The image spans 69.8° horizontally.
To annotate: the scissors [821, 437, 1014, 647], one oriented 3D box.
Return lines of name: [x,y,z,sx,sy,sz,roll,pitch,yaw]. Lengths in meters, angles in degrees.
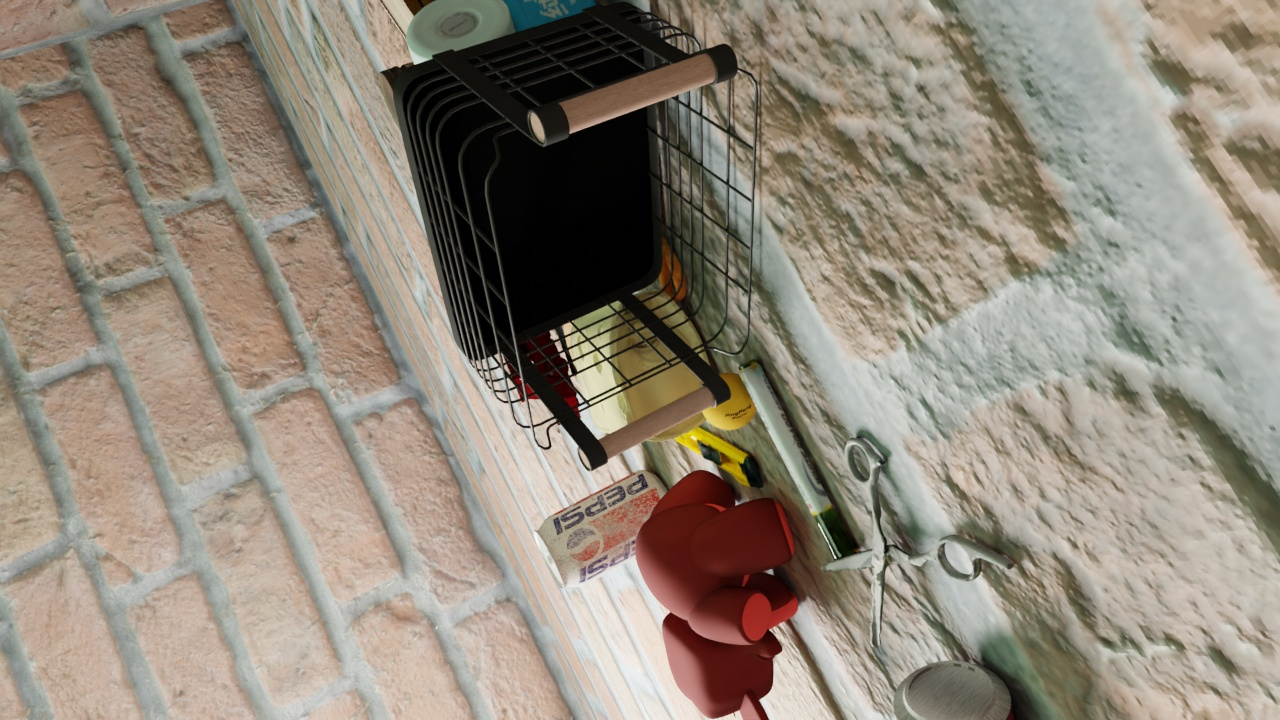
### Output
scissors: [0.151,0.115,0.533,0.172,0.014,0.141,4,109,64]

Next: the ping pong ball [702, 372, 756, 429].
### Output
ping pong ball: [0.062,0.029,0.642,0.040,0.040,0.040,53,159,31]

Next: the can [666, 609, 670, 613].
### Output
can: [0.058,0.244,0.897,0.064,0.064,0.105,41,150,51]

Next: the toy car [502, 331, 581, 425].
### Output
toy car: [-0.122,-0.007,1.035,0.070,0.062,0.169,82,164,-61]

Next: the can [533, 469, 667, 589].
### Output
can: [-0.035,0.174,0.945,0.078,0.136,0.078,54,159,31]

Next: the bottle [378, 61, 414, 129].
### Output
bottle: [-0.176,-0.250,0.830,0.056,0.105,0.056,53,159,31]

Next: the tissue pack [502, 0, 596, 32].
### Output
tissue pack: [-0.072,-0.232,0.638,0.209,0.066,0.117,65,163,-7]

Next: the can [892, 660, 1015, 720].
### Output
can: [0.187,0.233,0.527,0.063,0.063,0.114,26,138,63]

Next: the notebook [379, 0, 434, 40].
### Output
notebook: [-0.144,-0.251,0.661,0.249,0.014,0.178,57,-161,-66]

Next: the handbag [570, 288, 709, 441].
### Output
handbag: [-0.004,0.004,0.728,0.111,0.081,0.119,69,164,-6]

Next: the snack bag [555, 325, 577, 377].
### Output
snack bag: [-0.082,-0.046,0.976,0.075,0.018,0.155,29,140,62]

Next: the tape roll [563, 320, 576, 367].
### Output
tape roll: [-0.042,-0.005,0.905,0.094,0.027,0.094,53,159,31]

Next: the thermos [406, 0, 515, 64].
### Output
thermos: [-0.098,-0.144,0.630,0.078,0.065,0.207,10,149,13]

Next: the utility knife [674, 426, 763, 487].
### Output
utility knife: [0.053,0.071,0.769,0.175,0.017,0.030,-151,48,-65]

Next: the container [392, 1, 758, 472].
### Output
container: [-0.027,-0.074,0.542,0.130,0.162,0.242,45,152,39]

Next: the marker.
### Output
marker: [0.104,0.067,0.613,0.146,0.017,0.017,63,162,4]

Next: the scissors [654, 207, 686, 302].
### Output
scissors: [0.005,-0.104,0.672,0.073,0.012,0.131,41,151,48]

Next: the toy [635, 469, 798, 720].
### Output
toy: [0.066,0.199,0.733,0.158,0.120,0.197,13,116,65]
